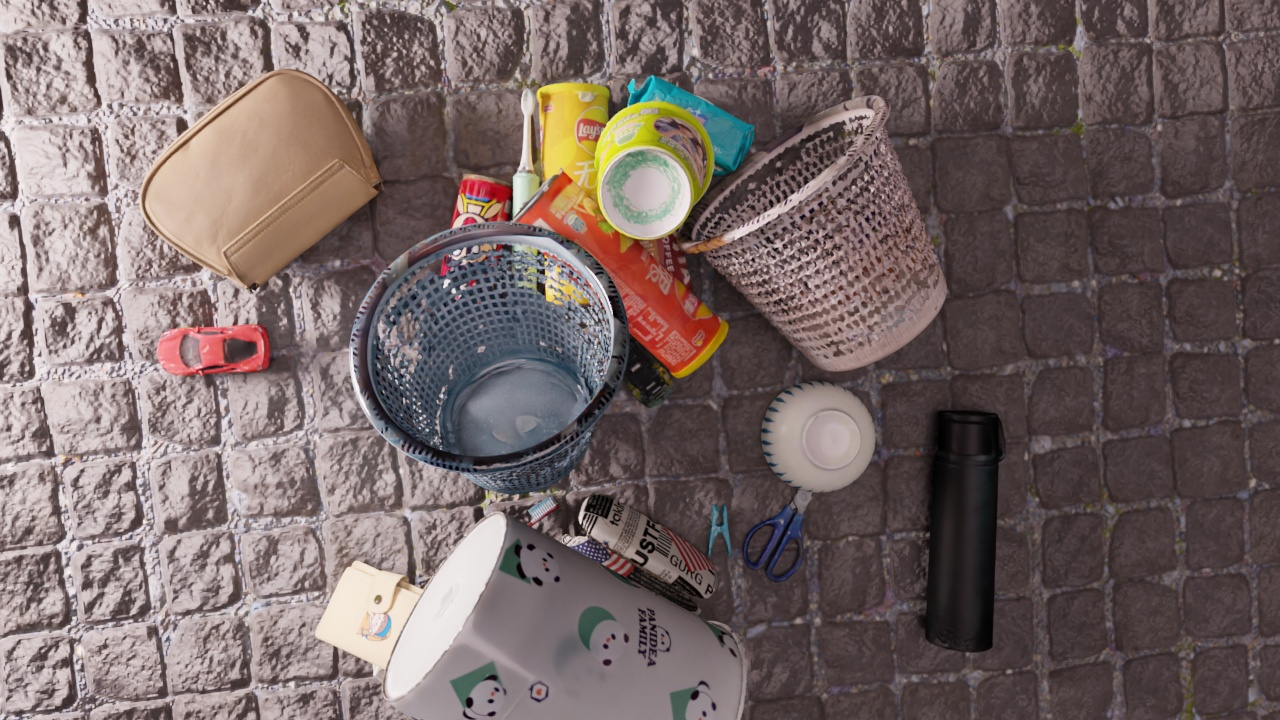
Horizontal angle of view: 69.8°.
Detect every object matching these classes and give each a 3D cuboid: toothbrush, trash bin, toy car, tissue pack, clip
[{"bbox_3d":[-0.163,0.197,0.938,0.187,0.016,0.017,-35,86,-3],"label":"toothbrush"},{"bbox_3d":[-0.073,0.279,0.822,0.252,0.229,0.229,36,89,-16],"label":"trash bin"},{"bbox_3d":[-0.122,0.022,0.824,0.226,0.195,0.226,0,65,0],"label":"trash bin"},{"bbox_3d":[-0.112,-0.148,0.895,0.026,0.027,0.225,3,106,-1],"label":"toothbrush"},{"bbox_3d":[0.179,-0.105,0.870,0.227,0.227,0.192,-39,108,-3],"label":"trash bin"},{"bbox_3d":[-0.006,0.005,0.932,0.043,0.036,0.091,-38,97,-2],"label":"toy car"},{"bbox_3d":[0.044,-0.229,0.897,0.133,0.093,0.050,26,94,-7],"label":"tissue pack"},{"bbox_3d":[-0.418,-0.010,0.897,0.106,0.031,0.049,-2,92,-3],"label":"toy car"},{"bbox_3d":[0.082,0.178,0.961,0.039,0.014,0.056,-2,92,-6],"label":"clip"}]

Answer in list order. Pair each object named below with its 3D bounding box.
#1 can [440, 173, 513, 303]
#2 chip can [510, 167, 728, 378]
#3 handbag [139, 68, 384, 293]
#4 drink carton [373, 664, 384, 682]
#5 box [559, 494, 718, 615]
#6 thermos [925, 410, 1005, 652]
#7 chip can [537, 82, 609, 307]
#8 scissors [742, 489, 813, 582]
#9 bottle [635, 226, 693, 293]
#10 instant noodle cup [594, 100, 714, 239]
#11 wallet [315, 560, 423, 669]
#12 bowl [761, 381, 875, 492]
[{"bbox_3d":[-0.163,-0.112,0.903,0.053,0.053,0.133,13,92,-6],"label":"can"},{"bbox_3d":[-0.019,-0.077,0.844,0.216,0.073,0.073,41,88,-14],"label":"chip can"},{"bbox_3d":[-0.352,-0.170,0.864,0.204,0.100,0.148,-38,103,-3],"label":"handbag"},{"bbox_3d":[-0.205,0.278,0.917,0.122,0.045,0.053,-41,115,-1],"label":"drink carton"},{"bbox_3d":[-0.006,0.212,0.939,0.162,0.076,0.088,33,113,-9],"label":"box"},{"bbox_3d":[0.348,0.175,0.962,0.089,0.068,0.242,2,92,-28],"label":"thermos"},{"bbox_3d":[-0.063,-0.158,0.903,0.072,0.072,0.213,-2,94,-5],"label":"chip can"},{"bbox_3d":[0.177,0.158,0.971,0.174,0.012,0.108,-37,94,-4],"label":"scissors"},{"bbox_3d":[0.019,-0.097,0.919,0.057,0.057,0.175,-11,94,-5],"label":"bottle"},{"bbox_3d":[0.008,-0.162,0.807,0.112,0.123,0.112,2,115,5],"label":"instant noodle cup"},{"bbox_3d":[-0.256,0.249,0.899,0.115,0.024,0.087,14,72,26],"label":"wallet"},{"bbox_3d":[0.186,0.078,0.934,0.116,0.066,0.116,0,88,-3],"label":"bowl"}]
